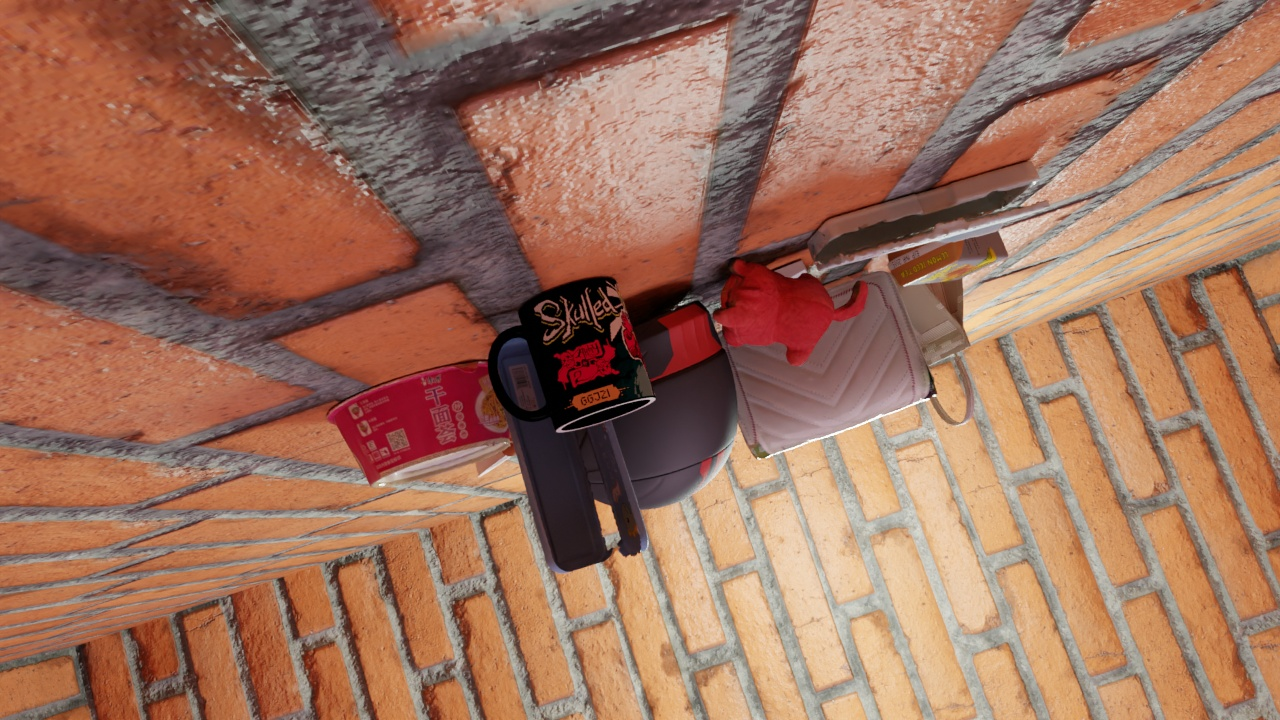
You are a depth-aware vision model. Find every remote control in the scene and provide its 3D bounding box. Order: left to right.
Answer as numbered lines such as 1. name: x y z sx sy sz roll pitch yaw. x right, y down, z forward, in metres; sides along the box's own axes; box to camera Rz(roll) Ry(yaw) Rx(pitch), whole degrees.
1. remote control: 0.152 -0.071 0.935 0.050 0.024 0.143 -21 171 13

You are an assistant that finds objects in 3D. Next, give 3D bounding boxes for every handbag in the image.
1. handbag: 0.188 0.006 0.944 0.199 0.142 0.096 -20 176 13
2. handbag: 0.355 -0.015 1.122 0.062 0.198 0.176 -17 171 -11

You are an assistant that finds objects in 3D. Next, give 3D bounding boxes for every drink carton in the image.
1. drink carton: 0.311 -0.112 0.930 0.124 0.048 0.076 -9 167 -45

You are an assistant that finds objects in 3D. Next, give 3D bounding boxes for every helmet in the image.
1. helmet: 0.003 0.059 0.893 0.163 0.170 0.265 -25 -179 -35

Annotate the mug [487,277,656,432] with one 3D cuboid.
1. mug: -0.059 0.001 0.709 0.118 0.098 0.082 -16 171 -17

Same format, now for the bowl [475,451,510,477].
1. bowl: -0.187 0.111 1.250 0.110 0.040 0.110 -35 177 -2

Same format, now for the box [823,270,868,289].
1. box: 0.178 -0.060 1.060 0.189 0.062 0.058 -19 146 19

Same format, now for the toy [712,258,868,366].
1. toy: 0.128 -0.047 0.795 0.133 0.088 0.094 -2 164 20

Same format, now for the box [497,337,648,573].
1. box: -0.064 0.072 0.771 0.074 0.209 0.078 -13 170 -28

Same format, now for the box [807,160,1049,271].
1. box: 0.244 -0.120 0.792 0.199 0.066 0.083 -17 -165 -11

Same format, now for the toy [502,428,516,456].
1. toy: -0.151 0.079 1.106 0.095 0.065 0.128 -11 166 5

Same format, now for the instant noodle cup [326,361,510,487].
1. instant noodle cup: -0.201 0.067 0.881 0.178 0.077 0.179 -18 171 -3
